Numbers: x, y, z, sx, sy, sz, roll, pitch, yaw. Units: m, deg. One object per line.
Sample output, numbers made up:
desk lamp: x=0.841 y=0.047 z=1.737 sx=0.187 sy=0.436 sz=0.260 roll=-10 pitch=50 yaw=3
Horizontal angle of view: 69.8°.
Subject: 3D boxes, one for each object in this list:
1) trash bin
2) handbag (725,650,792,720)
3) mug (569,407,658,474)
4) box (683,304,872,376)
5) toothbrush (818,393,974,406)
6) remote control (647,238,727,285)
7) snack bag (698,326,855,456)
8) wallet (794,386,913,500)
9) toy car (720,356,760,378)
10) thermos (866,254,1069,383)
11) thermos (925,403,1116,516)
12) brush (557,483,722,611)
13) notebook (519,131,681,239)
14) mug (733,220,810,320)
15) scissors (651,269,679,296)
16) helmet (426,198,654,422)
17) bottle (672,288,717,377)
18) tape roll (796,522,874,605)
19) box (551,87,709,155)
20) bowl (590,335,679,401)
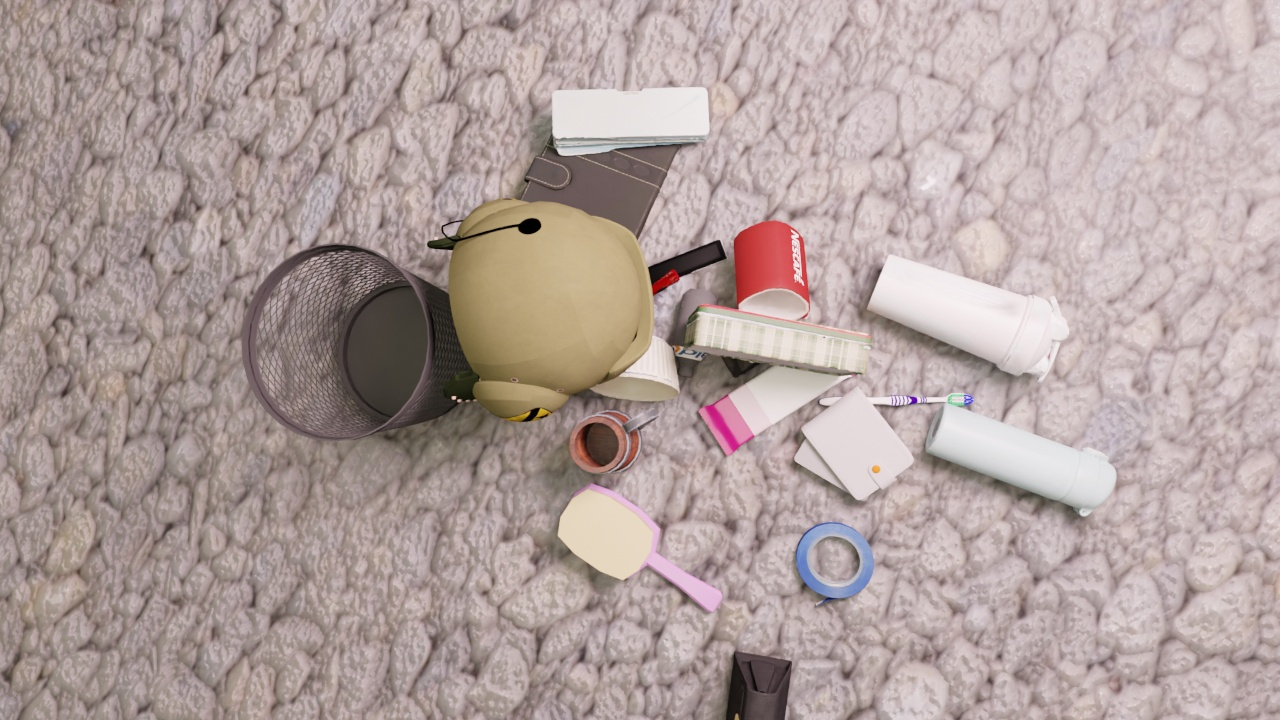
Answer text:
trash bin: x=-0.320 y=-0.015 z=1.115 sx=0.218 sy=0.227 sz=0.217 roll=0 pitch=87 yaw=8
handbag: x=0.129 y=0.451 z=1.049 sx=0.072 sy=0.195 sz=0.175 roll=8 pitch=88 yaw=8
mug: x=-0.029 y=0.092 z=1.128 sx=0.117 sy=0.111 sz=0.081 roll=-31 pitch=84 yaw=5
box: x=0.156 y=-0.021 z=1.074 sx=0.205 sy=0.117 sz=0.050 roll=11 pitch=88 yaw=-1
toothbrush: x=0.314 y=0.049 z=1.131 sx=0.187 sy=0.016 sz=0.015 roll=-1 pitch=89 yaw=8
remote control: x=0.049 y=-0.121 z=1.177 sx=0.124 sy=0.011 sz=0.028 roll=-21 pitch=85 yaw=7
snack bag: x=0.173 y=0.038 z=1.151 sx=0.196 sy=0.016 sz=0.070 roll=-34 pitch=86 yaw=6
wallet: x=0.255 y=0.113 z=1.122 sx=0.115 sy=0.037 sz=0.118 roll=-39 pitch=87 yaw=12
toy car: x=0.147 y=-0.017 z=1.146 sx=0.092 sy=0.037 sz=0.040 roll=-32 pitch=84 yaw=5
thermos: x=0.386 y=-0.057 z=1.087 sx=0.220 sy=0.099 sz=0.099 roll=22 pitch=91 yaw=11
thermos: x=0.448 y=0.115 z=1.084 sx=0.207 sy=0.065 sz=0.078 roll=20 pitch=97 yaw=9
brush: x=0.001 y=0.244 z=1.153 sx=0.229 sy=0.043 sz=0.089 roll=33 pitch=92 yaw=8
notebook: x=-0.064 y=-0.215 z=1.169 sx=0.169 sy=0.029 sz=0.208 roll=22 pitch=75 yaw=6
mug: x=0.168 y=-0.098 z=1.117 sx=0.081 sy=0.116 sz=0.096 roll=-21 pitch=55 yaw=34
scissors: x=-0.040 y=-0.085 z=1.178 sx=0.199 sy=0.015 sz=0.179 roll=-14 pitch=75 yaw=20
helmet: x=-0.102 y=-0.060 z=1.023 sx=0.233 sy=0.255 sz=0.250 roll=-11 pitch=80 yaw=14
bottle: x=0.066 y=-0.034 z=1.153 sx=0.047 sy=0.047 sz=0.112 roll=12 pitch=89 yaw=8
tape roll: x=0.239 y=0.246 z=1.132 sx=0.091 sy=0.016 sz=0.093 roll=-23 pitch=85 yaw=6
box: x=-0.013 y=-0.303 z=1.154 sx=0.199 sy=0.067 sz=0.083 roll=-4 pitch=55 yaw=-3
bowl: x=-0.007 y=0.007 z=1.135 sx=0.115 sy=0.115 sz=0.062 roll=3 pitch=74 yaw=8
